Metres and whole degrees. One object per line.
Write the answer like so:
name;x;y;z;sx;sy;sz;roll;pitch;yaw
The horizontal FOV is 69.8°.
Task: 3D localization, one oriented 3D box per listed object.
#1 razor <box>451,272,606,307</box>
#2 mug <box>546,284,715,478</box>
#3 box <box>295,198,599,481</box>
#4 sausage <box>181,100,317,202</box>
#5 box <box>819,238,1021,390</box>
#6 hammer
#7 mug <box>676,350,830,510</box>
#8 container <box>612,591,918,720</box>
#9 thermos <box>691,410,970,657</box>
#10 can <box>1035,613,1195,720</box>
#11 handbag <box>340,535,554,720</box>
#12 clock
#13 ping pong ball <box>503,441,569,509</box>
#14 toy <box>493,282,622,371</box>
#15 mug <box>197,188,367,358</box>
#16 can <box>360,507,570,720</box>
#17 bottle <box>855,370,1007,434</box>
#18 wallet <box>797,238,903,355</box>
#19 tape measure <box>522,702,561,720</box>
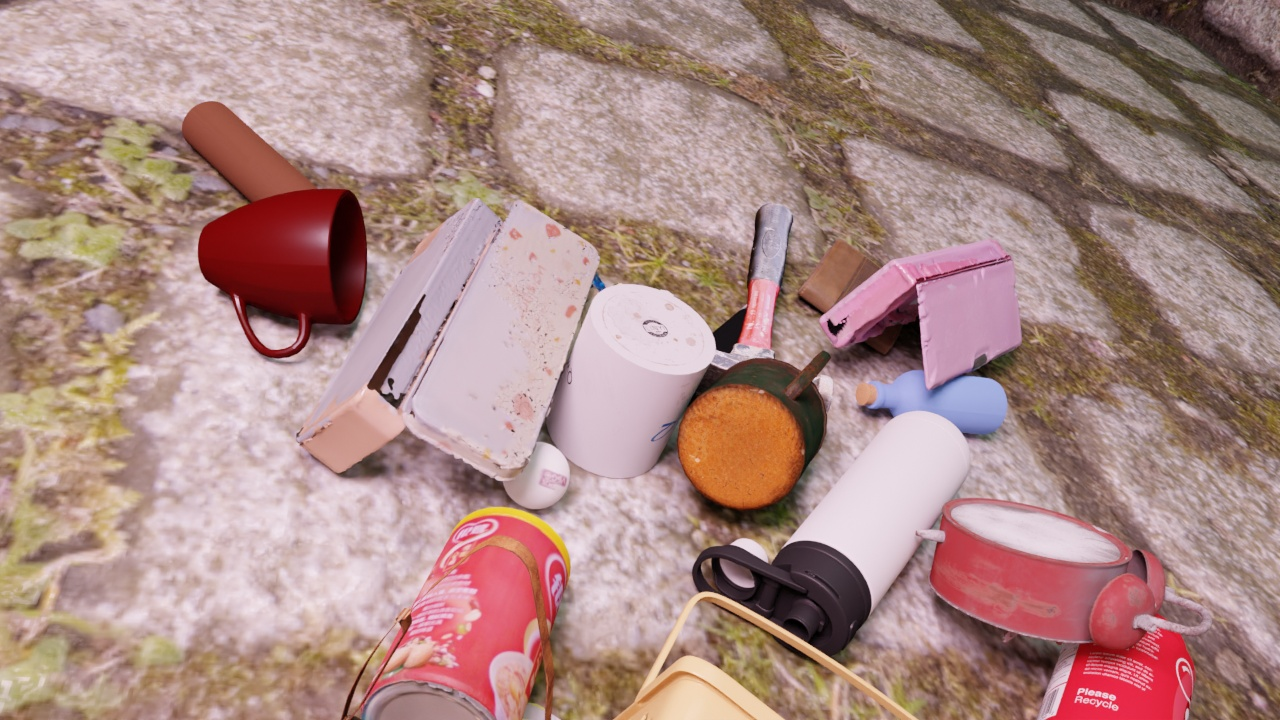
razor;-0.083;-0.053;0.699;0.140;0.018;0.044;-6;48;-34
mug;-0.004;0.004;0.612;0.083;0.097;0.119;25;38;-1
box;-0.109;-0.012;0.579;0.095;0.115;0.216;48;34;-26
sausage;-0.278;-0.137;0.673;0.155;0.040;0.040;40;40;18
box;0.262;-0.033;0.784;0.232;0.100;0.107;-14;69;-51
hammer;0.095;-0.063;0.783;0.140;0.036;0.325;11;33;6
mug;0.081;0.038;0.592;0.085;0.111;0.081;43;23;7
container;0.066;0.205;0.383;0.183;0.130;0.166;34;50;3
thermos;0.136;0.101;0.608;0.101;0.069;0.229;28;37;24
can;0.281;0.211;0.546;0.074;0.075;0.142;38;40;16
handbag;-0.072;0.140;0.335;0.093;0.196;0.043;27;32;6
clock;0.254;0.137;0.559;0.157;0.062;0.109;15;12;36
ping pong ball;-0.062;0.069;0.550;0.040;0.040;0.040;15;39;-13
toy;-0.066;-0.027;0.649;0.112;0.050;0.087;-2;43;-6
mug;-0.231;-0.055;0.583;0.088;0.087;0.113;2;69;-2
can;-0.078;0.130;0.433;0.066;0.067;0.124;24;28;-3
bottle;0.234;0.033;0.750;0.131;0.048;0.048;6;42;-23
wallet;0.207;-0.063;0.867;0.098;0.027;0.120;36;37;6
tape measure;-0.054;0.195;0.426;0.065;0.017;0.064;41;40;19
